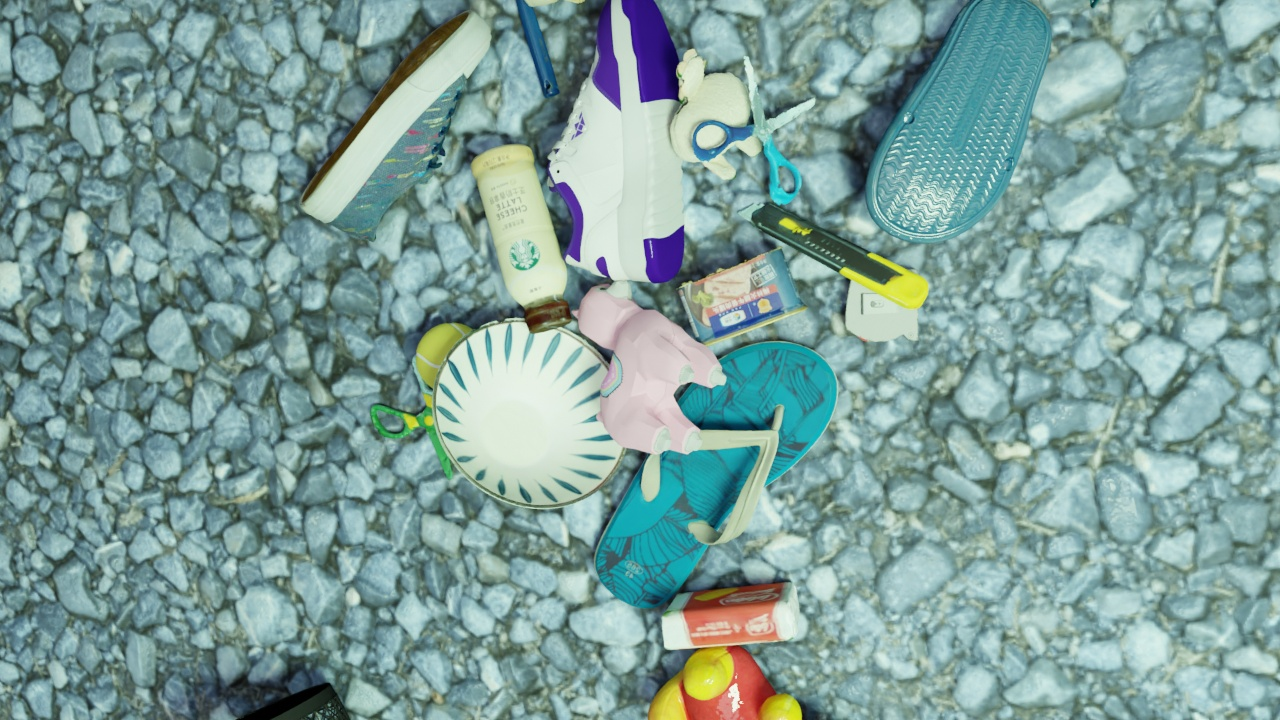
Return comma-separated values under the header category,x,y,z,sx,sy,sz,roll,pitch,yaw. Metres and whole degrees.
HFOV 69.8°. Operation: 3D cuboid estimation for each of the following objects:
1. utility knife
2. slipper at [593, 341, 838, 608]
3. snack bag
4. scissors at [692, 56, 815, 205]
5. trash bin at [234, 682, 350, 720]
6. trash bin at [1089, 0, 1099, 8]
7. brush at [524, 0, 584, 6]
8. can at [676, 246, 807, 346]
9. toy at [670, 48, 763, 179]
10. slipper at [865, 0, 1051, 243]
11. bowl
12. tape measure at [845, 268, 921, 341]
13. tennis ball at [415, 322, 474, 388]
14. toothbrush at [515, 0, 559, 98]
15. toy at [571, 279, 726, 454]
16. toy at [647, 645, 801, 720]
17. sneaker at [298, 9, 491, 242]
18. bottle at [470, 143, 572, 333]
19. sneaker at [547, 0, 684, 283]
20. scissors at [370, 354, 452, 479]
category,x,y,z,sx,sy,sz,roll,pitch,yaw
utility knife,0.159,-0.092,0.769,0.174,0.020,0.028,30,85,20
slipper,0.054,0.104,0.809,0.118,0.060,0.295,38,104,9
snack bag,0.081,0.224,0.808,0.116,0.077,0.036,-9,89,14
scissors,0.096,-0.184,0.753,0.132,0.014,0.127,-23,115,-22
trash bin,-0.332,0.460,0.874,0.217,0.216,0.243,-24,85,14
trash bin,0.235,-0.373,0.647,0.219,0.196,0.199,11,98,18
brush,-0.107,-0.428,0.784,0.077,0.062,0.272,-22,88,-2
can,0.085,-0.053,0.784,0.100,0.054,0.059,-21,91,14
toy,0.057,-0.204,0.761,0.112,0.050,0.087,47,70,-24
slipper,0.255,-0.188,0.727,0.104,0.059,0.213,28,88,3
bowl,-0.104,0.056,0.817,0.177,0.176,0.071,48,145,3
tape measure,0.205,-0.046,0.774,0.062,0.020,0.060,-1,97,13
tennis ball,-0.173,-0.002,0.843,0.065,0.065,0.065,2,97,12
toothbrush,-0.108,-0.326,0.811,0.016,0.017,0.190,-17,93,15
toy,-0.005,0.005,0.781,0.157,0.067,0.123,32,108,40
toy,0.117,0.339,0.799,0.216,0.098,0.148,37,138,8
sneaker,-0.206,-0.207,0.830,0.079,0.087,0.236,38,102,-30
bottle,-0.102,-0.106,0.809,0.057,0.056,0.162,-17,87,14
sneaker,-0.028,-0.186,0.782,0.111,0.091,0.244,-1,93,26
scissors,-0.202,0.050,0.884,0.125,0.011,0.128,13,100,12
